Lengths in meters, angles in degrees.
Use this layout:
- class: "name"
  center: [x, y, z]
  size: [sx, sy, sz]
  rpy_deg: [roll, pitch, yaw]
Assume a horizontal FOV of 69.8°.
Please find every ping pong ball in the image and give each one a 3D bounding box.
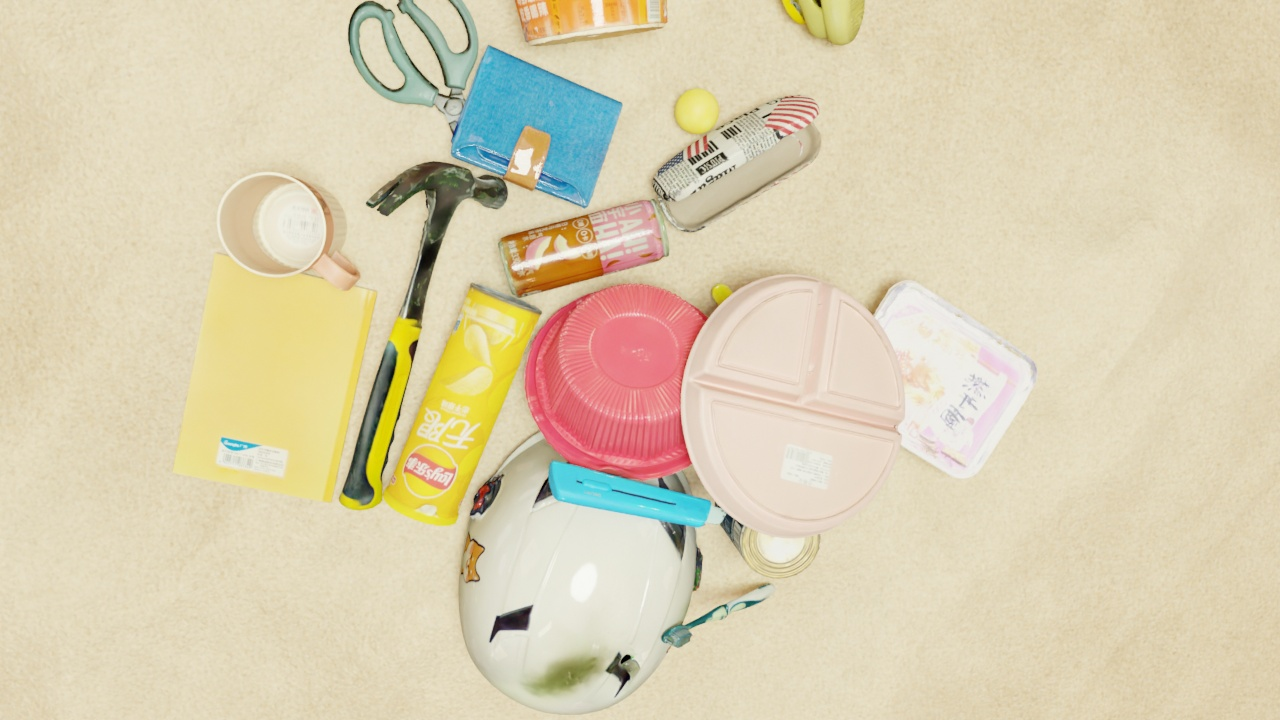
- class: "ping pong ball"
  center: [0.051, -0.226, 0.832]
  size: [0.040, 0.040, 0.040]
  rpy_deg: [-1, 98, -7]

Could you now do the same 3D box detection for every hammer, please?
- class: "hammer"
  center: [-0.213, -0.017, 0.811]
  size: [0.032, 0.126, 0.323]
  rpy_deg: [27, 104, 34]

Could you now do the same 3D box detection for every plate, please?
- class: "plate"
  center: [0.140, 0.039, 0.787]
  size: [0.229, 0.028, 0.229]
  rpy_deg: [1, 88, -27]

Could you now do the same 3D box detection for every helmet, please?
- class: "helmet"
  center: [-0.052, 0.198, 0.823]
  size: [0.230, 0.157, 0.274]
  rpy_deg: [22, 95, -10]

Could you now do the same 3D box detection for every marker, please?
- class: "marker"
  center: [0.107, -0.023, 0.883]
  size: [0.018, 0.015, 0.124]
  rpy_deg: [-36, 104, 3]

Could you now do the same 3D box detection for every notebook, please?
- class: "notebook"
  center: [-0.334, 0.019, 0.837]
  size: [0.146, 0.010, 0.206]
  rpy_deg: [13, 97, -9]

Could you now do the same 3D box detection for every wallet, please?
- class: "wallet"
  center: [-0.092, -0.205, 0.813]
  size: [0.133, 0.040, 0.106]
  rpy_deg: [20, 88, -15]

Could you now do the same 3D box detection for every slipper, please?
- class: "slipper"
  center: [0.144, -0.371, 0.810]
  size: [0.082, 0.091, 0.190]
  rpy_deg: [-6, 113, 34]

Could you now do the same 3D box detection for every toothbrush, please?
- class: "toothbrush"
  center: [0.080, 0.235, 0.852]
  size: [0.018, 0.191, 0.016]
  rpy_deg: [25, 107, 34]

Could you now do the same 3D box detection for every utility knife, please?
- class: "utility knife"
  center: [-0.001, 0.116, 0.770]
  size: [0.159, 0.034, 0.018]
  rpy_deg: [15, 141, -14]

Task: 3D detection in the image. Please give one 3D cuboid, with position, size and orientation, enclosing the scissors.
- class: "scissors"
  center: [-0.199, -0.241, 0.811]
  size: [0.129, 0.019, 0.185]
  rpy_deg: [-13, 98, -5]

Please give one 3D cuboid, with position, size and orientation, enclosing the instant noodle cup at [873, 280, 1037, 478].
- class: "instant noodle cup"
  center: [0.274, 0.016, 0.885]
  size: [0.173, 0.060, 0.138]
  rpy_deg: [31, 93, -11]

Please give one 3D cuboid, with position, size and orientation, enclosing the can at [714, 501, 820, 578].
- class: "can"
  center: [0.117, 0.151, 0.859]
  size: [0.075, 0.111, 0.075]
  rpy_deg: [-1, 98, -7]

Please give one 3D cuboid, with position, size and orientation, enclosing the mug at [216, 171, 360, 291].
- class: "mug"
  center: [-0.285, -0.104, 0.776]
  size: [0.114, 0.106, 0.081]
  rpy_deg: [41, 92, -11]

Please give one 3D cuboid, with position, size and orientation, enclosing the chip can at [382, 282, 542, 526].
- class: "chip can"
  center: [-0.161, 0.040, 0.831]
  size: [0.072, 0.072, 0.213]
  rpy_deg: [22, 94, -10]

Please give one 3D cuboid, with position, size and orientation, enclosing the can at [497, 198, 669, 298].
- class: "can"
  center: [-0.051, -0.102, 0.829]
  size: [0.147, 0.058, 0.058]
  rpy_deg: [-15, 100, -4]

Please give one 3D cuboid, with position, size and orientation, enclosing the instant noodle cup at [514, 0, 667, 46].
- class: "instant noodle cup"
  center: [-0.044, -0.325, 0.758]
  size: [0.151, 0.151, 0.111]
  rpy_deg: [-10, 108, -6]

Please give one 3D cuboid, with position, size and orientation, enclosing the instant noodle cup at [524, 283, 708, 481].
- class: "instant noodle cup"
  center: [-0.005, 0.005, 0.799]
  size: [0.194, 0.066, 0.193]
  rpy_deg: [2, 64, -5]

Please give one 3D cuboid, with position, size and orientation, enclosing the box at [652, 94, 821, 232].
- class: "box"
  center: [0.087, -0.184, 0.820]
  size: [0.163, 0.087, 0.076]
  rpy_deg: [-29, 86, 1]
